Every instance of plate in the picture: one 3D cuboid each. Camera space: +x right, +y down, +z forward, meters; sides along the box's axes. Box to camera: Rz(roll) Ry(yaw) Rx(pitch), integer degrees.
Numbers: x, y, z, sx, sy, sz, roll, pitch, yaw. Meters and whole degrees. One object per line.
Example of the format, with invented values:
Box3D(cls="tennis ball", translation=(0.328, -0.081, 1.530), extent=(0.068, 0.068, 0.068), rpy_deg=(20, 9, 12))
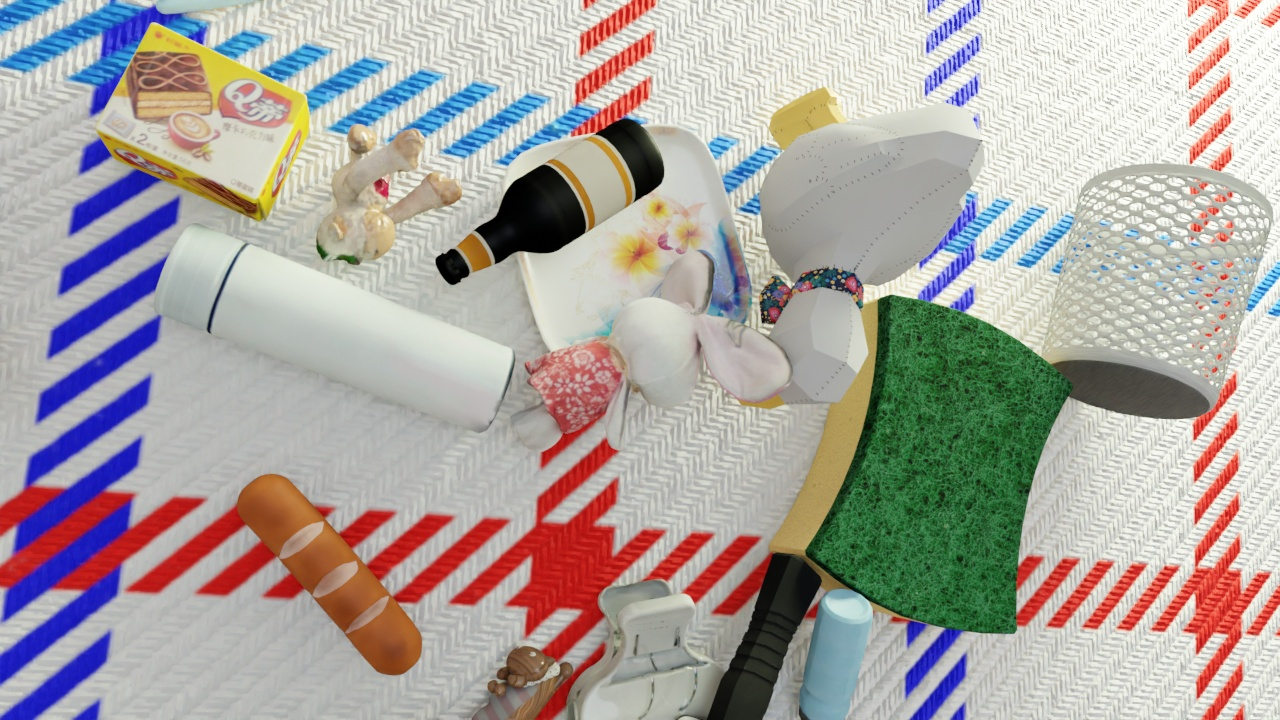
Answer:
Box3D(cls="plate", translation=(-0.009, -0.090, 0.731), extent=(0.186, 0.016, 0.187), rpy_deg=(-16, 89, -21))

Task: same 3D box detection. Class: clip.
Box3D(cls="clip", translation=(0.007, 0.238, 0.678), extent=(0.124, 0.074, 0.144), rpy_deg=(-3, 95, -23))

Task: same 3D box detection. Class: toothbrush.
Box3D(cls="toothbrush", translation=(-0.267, -0.270, 0.661), extent=(0.154, 0.016, 0.022), rpy_deg=(-22, 59, -21))

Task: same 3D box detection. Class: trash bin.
Box3D(cls="trash bin", translation=(0.454, -0.056, 0.822), extent=(0.156, 0.157, 0.183), rpy_deg=(24, 78, -16))

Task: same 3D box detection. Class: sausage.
Box3D(cls="sausage", translation=(-0.207, 0.144, 0.616), extent=(0.039, 0.044, 0.164), rpy_deg=(-39, 97, -9))

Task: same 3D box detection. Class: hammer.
Box3D(cls="hammer", translation=(0.048, 0.284, 0.631), extent=(0.131, 0.039, 0.327), rpy_deg=(45, 59, -27))

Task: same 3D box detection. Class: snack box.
Box3D(cls="snack box", translation=(-0.288, -0.156, 0.615), extent=(0.105, 0.061, 0.083), rpy_deg=(24, 76, -16))

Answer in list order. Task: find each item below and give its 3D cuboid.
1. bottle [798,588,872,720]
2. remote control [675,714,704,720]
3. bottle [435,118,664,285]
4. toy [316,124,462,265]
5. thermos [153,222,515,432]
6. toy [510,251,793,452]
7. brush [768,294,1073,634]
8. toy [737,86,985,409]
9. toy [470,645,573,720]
Box3D(cls="bottle", translation=(0.148, 0.238, 0.709), extent=(0.040, 0.040, 0.130), rpy_deg=(-6, 119, -20))
Box3D(cls="remote control", translation=(0.075, 0.301, 0.692), extent=(0.146, 0.008, 0.045), rpy_deg=(27, 100, -28))
Box3D(cls="bottle", translation=(-0.068, -0.110, 0.670), extent=(0.181, 0.059, 0.059), rpy_deg=(-35, 96, -20))
Box3D(cls="toy", translation=(-0.187, -0.111, 0.639), extent=(0.074, 0.085, 0.106), rpy_deg=(34, 82, 9))
Box3D(cls="thermos", translation=(-0.203, -0.019, 0.627), extent=(0.230, 0.068, 0.067), rpy_deg=(22, 76, -16))
Box3D(cls="toy", translation=(-0.004, 0.004, 0.658), extent=(0.194, 0.084, 0.159), rpy_deg=(-30, 49, -7))
Box3D(cls="brush", translation=(0.237, 0.088, 0.766), extent=(0.195, 0.075, 0.249), rpy_deg=(23, 76, -16))
Box3D(cls="toy", translation=(0.158, -0.095, 0.698), extent=(0.141, 0.247, 0.266), rpy_deg=(27, 48, -22))
Box3D(cls="toy", translation=(-0.090, 0.246, 0.649), extent=(0.101, 0.042, 0.055), rpy_deg=(-50, 123, -26))
